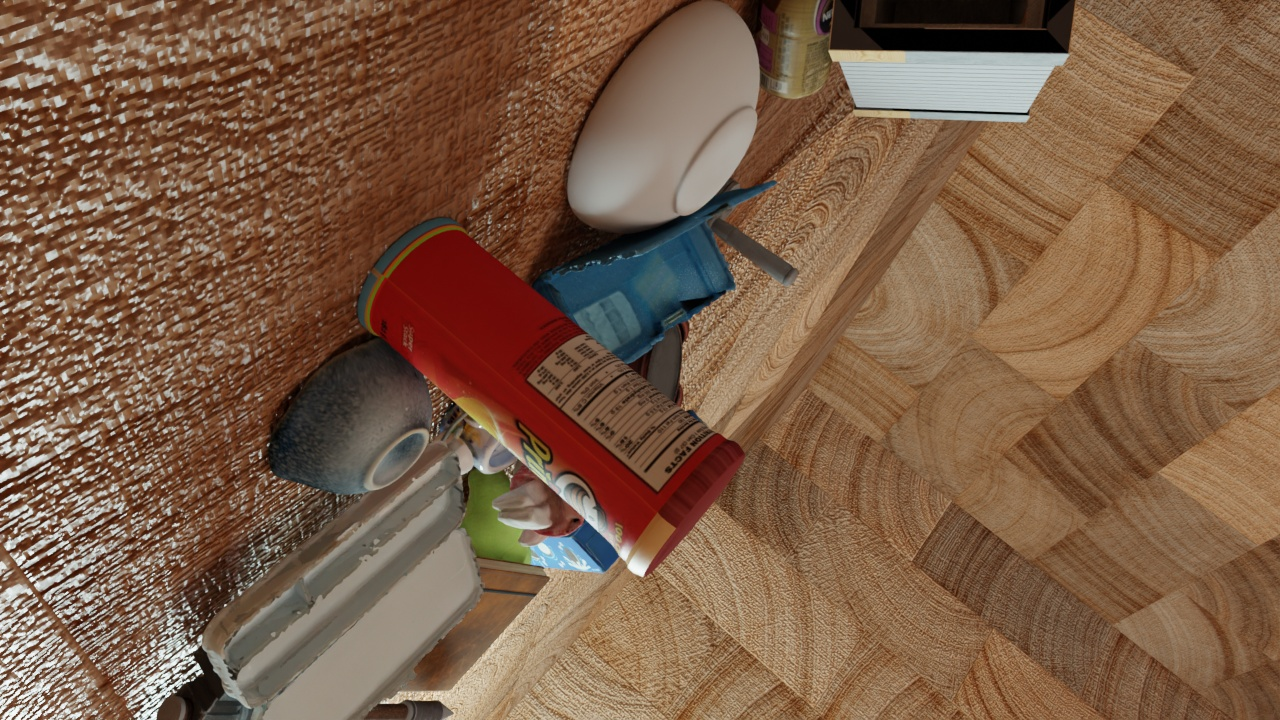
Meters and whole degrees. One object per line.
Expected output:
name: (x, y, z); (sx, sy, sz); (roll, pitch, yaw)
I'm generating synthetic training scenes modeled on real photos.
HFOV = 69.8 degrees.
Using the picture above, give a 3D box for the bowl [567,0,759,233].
bowl: (0.031, -0.154, 0.638); (0.176, 0.066, 0.177); (-47, 166, -15)

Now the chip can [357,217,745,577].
chip can: (-0.051, 0.017, 0.505); (0.087, 0.213, 0.087); (-47, 166, -15)

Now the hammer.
hammer: (-0.249, 0.289, 0.750); (0.156, 0.043, 0.322); (-51, 148, 1)

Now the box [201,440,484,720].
box: (-0.196, 0.176, 0.656); (0.208, 0.045, 0.192); (-43, 144, -36)

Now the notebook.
notebook: (-0.201, 0.215, 0.767); (0.179, 0.014, 0.249); (-49, 143, 12)

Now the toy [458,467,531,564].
toy: (-0.162, 0.199, 0.897); (0.149, 0.107, 0.197); (-43, 155, -27)

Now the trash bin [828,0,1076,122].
trash bin: (0.230, -0.271, 0.677); (0.246, 0.142, 0.142); (-16, 111, -72)

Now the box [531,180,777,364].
box: (0.033, -0.073, 0.726); (0.112, 0.094, 0.230); (-19, -171, 38)

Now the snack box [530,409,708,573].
snack box: (-0.043, 0.147, 1.032); (0.195, 0.056, 0.239); (-44, -167, -27)

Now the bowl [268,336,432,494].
bowl: (-0.164, 0.042, 0.553); (0.110, 0.055, 0.110); (-46, 166, -16)

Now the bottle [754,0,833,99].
bottle: (0.113, -0.263, 0.642); (0.059, 0.059, 0.166); (-46, 157, -21)

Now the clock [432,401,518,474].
clock: (-0.121, 0.049, 0.727); (0.089, 0.052, 0.125); (-55, 163, 24)

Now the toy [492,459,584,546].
toy: (-0.079, 0.108, 0.822); (0.194, 0.084, 0.159); (-60, 155, -76)

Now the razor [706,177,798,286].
razor: (0.101, -0.111, 0.883); (0.088, 0.116, 0.047); (-49, 162, -8)

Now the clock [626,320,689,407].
clock: (-0.005, 0.004, 0.837); (0.157, 0.072, 0.120); (-24, 121, -68)
